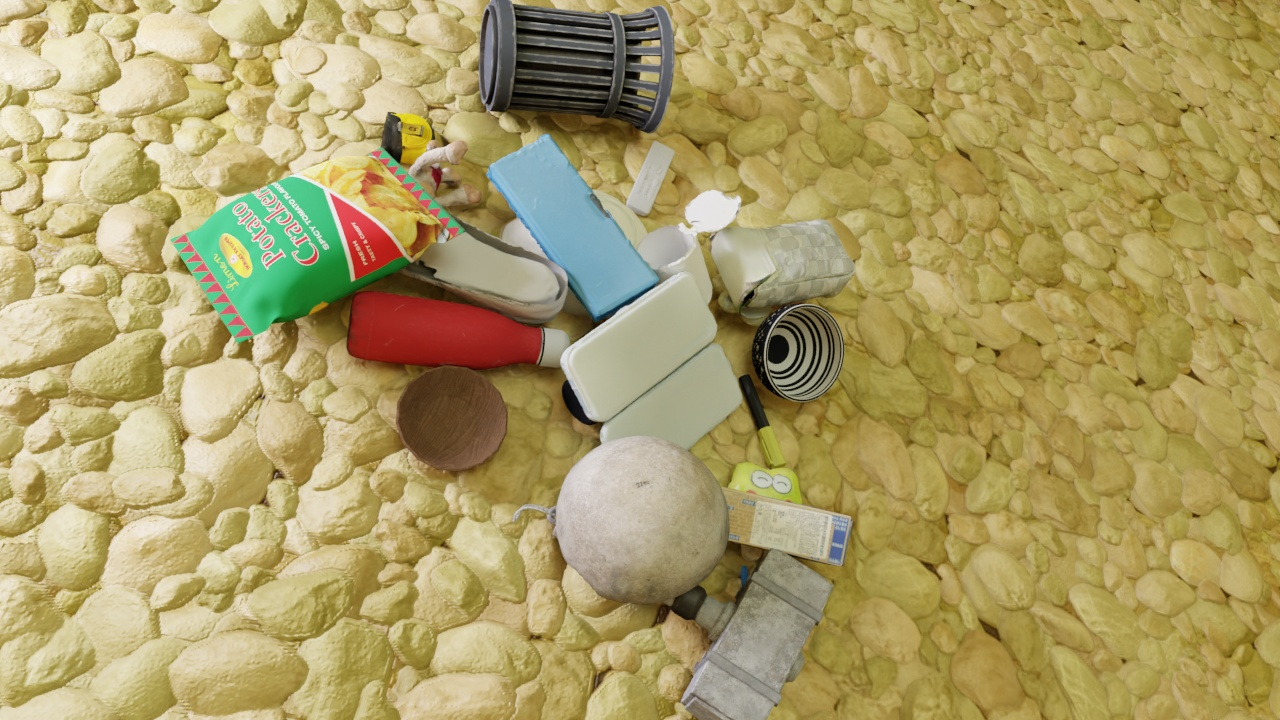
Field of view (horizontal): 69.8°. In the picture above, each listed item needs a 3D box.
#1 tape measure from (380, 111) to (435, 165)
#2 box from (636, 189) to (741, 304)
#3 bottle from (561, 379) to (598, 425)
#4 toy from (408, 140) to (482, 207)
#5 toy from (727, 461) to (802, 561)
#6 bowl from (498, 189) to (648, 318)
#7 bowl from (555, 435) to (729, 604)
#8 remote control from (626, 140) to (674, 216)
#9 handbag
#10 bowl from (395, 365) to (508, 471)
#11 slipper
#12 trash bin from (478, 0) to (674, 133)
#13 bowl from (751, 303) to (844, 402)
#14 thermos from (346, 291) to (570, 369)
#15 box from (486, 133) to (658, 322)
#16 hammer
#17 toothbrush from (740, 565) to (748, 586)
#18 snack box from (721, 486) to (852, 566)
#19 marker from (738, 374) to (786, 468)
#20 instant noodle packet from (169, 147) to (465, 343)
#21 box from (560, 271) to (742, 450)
[{"bbox_3d":[-0.286,-0.275,1.134,0.064,0.037,0.065,9,59,-16],"label":"tape measure"},{"bbox_3d":[0.069,-0.127,1.124,0.150,0.106,0.080,-38,49,-11],"label":"box"},{"bbox_3d":[-0.006,0.006,1.068,0.181,0.059,0.059,-34,78,-33],"label":"bottle"},{"bbox_3d":[-0.253,-0.214,1.089,0.105,0.085,0.074,-33,56,-23],"label":"toy"},{"bbox_3d":[0.140,0.173,1.040,0.092,0.046,0.115,12,66,-13],"label":"toy"},{"bbox_3d":[-0.062,-0.148,1.135,0.219,0.060,0.188,5,60,-18],"label":"bowl"},{"bbox_3d":[0.004,0.141,0.907,0.178,0.081,0.178,3,55,-4],"label":"bowl"},{"bbox_3d":[0.014,-0.249,1.251,0.033,0.012,0.130,26,55,-8],"label":"remote control"},{"bbox_3d":[0.179,-0.111,1.174,0.171,0.124,0.112,-11,57,-21],"label":"handbag"},{"bbox_3d":[-0.200,0.065,0.972,0.117,0.030,0.117,8,66,-17],"label":"bowl"},{"bbox_3d":[-0.199,-0.111,1.050,0.247,0.075,0.112,22,49,4],"label":"slipper"},{"bbox_3d":[-0.090,-0.392,1.208,0.227,0.165,0.164,0,62,-18],"label":"trash bin"},{"bbox_3d":[0.186,-0.012,1.142,0.120,0.066,0.120,-3,97,-26],"label":"bowl"},{"bbox_3d":[-0.194,-0.025,1.004,0.239,0.073,0.073,7,59,-18],"label":"thermos"},{"bbox_3d":[-0.081,-0.152,1.076,0.093,0.053,0.231,-33,77,-16],"label":"box"},{"bbox_3d":[0.020,0.226,0.940,0.326,0.080,0.176,31,62,9],"label":"hammer"},{"bbox_3d":[0.112,0.299,0.973,0.014,0.016,0.166,8,59,-14],"label":"toothbrush"},{"bbox_3d":[0.118,0.171,0.987,0.207,0.057,0.056,13,80,4],"label":"snack box"},{"bbox_3d":[0.145,0.073,1.115,0.021,0.018,0.123,-7,63,-25],"label":"marker"},{"bbox_3d":[-0.344,-0.133,0.975,0.252,0.090,0.195,-31,54,-22],"label":"instant noodle packet"},{"bbox_3d":[0.021,0.022,1.033,0.208,0.037,0.189,-34,106,-32],"label":"box"}]
